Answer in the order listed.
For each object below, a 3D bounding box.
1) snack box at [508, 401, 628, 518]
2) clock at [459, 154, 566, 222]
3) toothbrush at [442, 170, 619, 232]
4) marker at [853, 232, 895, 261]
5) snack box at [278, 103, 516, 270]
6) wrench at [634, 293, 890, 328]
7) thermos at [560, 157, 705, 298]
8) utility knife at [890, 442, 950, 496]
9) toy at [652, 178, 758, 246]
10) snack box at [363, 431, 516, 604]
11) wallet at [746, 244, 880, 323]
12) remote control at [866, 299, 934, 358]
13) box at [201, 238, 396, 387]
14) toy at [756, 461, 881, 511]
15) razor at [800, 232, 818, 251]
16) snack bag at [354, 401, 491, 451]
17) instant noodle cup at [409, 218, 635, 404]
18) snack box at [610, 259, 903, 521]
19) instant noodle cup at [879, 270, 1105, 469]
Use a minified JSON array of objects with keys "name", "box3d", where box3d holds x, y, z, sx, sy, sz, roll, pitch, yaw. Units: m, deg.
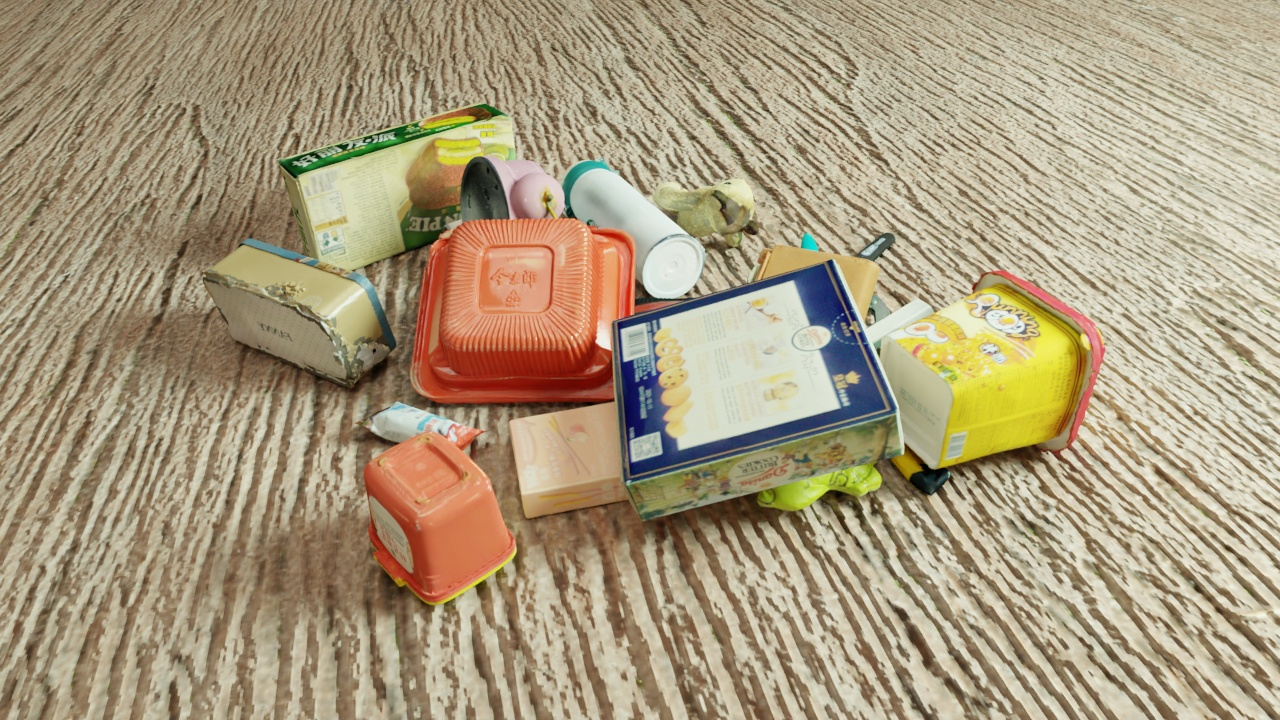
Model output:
[{"name":"snack box","box3d":[-0.015,0.066,0.685,0.157,0.026,0.084,-10,37,-8]},{"name":"clock","box3d":[-0.120,-0.138,0.901,0.059,0.117,0.158,-12,33,-30]},{"name":"toothbrush","box3d":[-0.115,-0.172,1.019,0.220,0.026,0.026,-25,67,-27]},{"name":"marker","box3d":[0.218,-0.099,0.899,0.018,0.015,0.123,27,44,28]},{"name":"snack box","box3d":[-0.246,-0.184,0.973,0.239,0.115,0.063,-26,41,-27]},{"name":"wrench","box3d":[0.080,-0.041,0.812,0.274,0.016,0.056,1,61,13]},{"name":"thermos","box3d":[-0.020,-0.141,0.936,0.073,0.073,0.224,-19,38,-19]},{"name":"utility knife","box3d":[0.186,0.037,0.716,0.033,0.015,0.190,-9,36,-11]},{"name":"toy","box3d":[0.064,-0.158,0.933,0.066,0.105,0.157,-57,28,-2]},{"name":"snack box","box3d":[-0.137,0.101,0.604,0.081,0.080,0.091,-31,44,-31]},{"name":"wallet","box3d":[0.132,-0.034,0.768,0.108,0.031,0.131,12,63,19]},{"name":"remote control","box3d":[0.170,0.007,0.700,0.135,0.056,0.019,-29,38,-11]},{"name":"box","box3d":[-0.307,-0.045,0.810,0.184,0.090,0.063,21,49,28]},{"name":"toy","box3d":[0.122,0.074,0.659,0.100,0.031,0.096,9,38,10]},{"name":"razor","box3d":[0.162,-0.076,0.859,0.043,0.028,0.132,-10,41,12]},{"name":"snack bag","box3d":[-0.171,0.054,0.717,0.104,0.026,0.048,17,29,26]},{"name":"instant noodle cup","box3d":[-0.099,-0.050,0.760,0.189,0.079,0.164,-2,67,4]},{"name":"snack box","box3d":[0.073,0.015,0.652,0.182,0.046,0.177,-15,38,8]},{"name":"instant noodle cup","box3d":[0.242,0.012,0.658,0.123,0.116,0.116,-17,39,-19]}]
